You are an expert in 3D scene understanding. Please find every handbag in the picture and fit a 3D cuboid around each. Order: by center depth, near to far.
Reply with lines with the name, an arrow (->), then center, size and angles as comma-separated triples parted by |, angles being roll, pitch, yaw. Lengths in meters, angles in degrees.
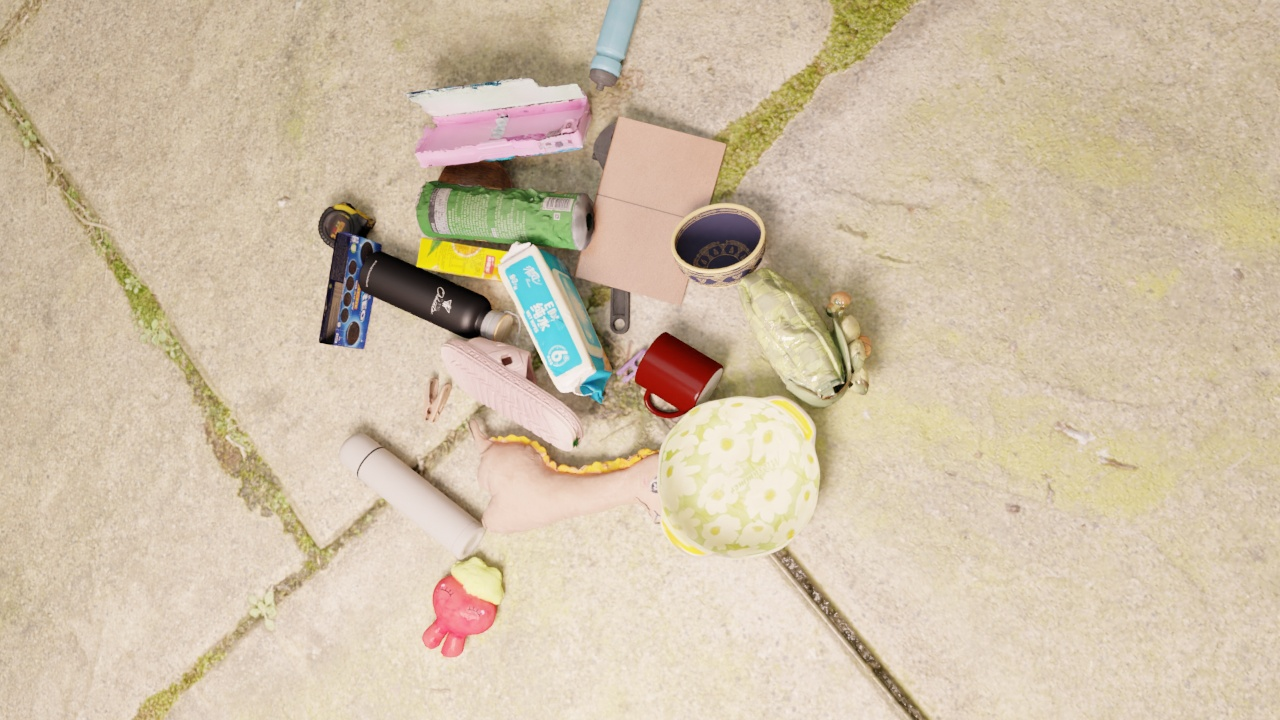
handbag -> 0.196, -0.033, 1.057 | 0.117, 0.113, 0.186 | -31, 78, 4

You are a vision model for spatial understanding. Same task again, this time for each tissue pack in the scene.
tissue pack -> -0.100, -0.044, 1.134 | 0.066, 0.117, 0.209 | -27, 81, 9

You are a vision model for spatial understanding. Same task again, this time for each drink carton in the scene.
drink carton -> -0.218, -0.127, 1.201 | 0.135, 0.058, 0.043 | 11, 91, 15

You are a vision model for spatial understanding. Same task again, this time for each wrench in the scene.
wrench -> -0.027, -0.170, 1.173 | 0.073, 0.018, 0.273 | 0, 88, 15

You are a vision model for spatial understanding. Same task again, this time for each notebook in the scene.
notebook -> 0.011, -0.188, 1.154 | 0.141, 0.008, 0.209 | 16, 91, 6

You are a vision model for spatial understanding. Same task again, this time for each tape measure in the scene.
tape measure -> -0.411, -0.183, 1.270 | 0.062, 0.038, 0.067 | 34, 99, 6

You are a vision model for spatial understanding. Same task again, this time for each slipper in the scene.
slipper -> -0.155, 0.028, 1.155 | 0.239, 0.094, 0.064 | 30, 58, 27

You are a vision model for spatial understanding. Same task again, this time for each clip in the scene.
clip -> -0.009, 0.005, 1.160 | 0.036, 0.013, 0.053 | 40, 100, 15
clip -> -0.281, 0.050, 1.226 | 0.043, 0.024, 0.061 | 29, 98, 15

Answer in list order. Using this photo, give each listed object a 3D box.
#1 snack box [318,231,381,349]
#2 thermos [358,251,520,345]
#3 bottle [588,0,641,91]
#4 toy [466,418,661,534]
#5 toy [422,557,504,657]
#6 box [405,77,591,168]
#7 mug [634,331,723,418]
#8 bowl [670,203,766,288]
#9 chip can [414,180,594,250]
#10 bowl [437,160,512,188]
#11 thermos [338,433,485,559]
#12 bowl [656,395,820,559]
snack box -> -0.389, -0.092, 1.235 | 0.027, 0.082, 0.150 | 10, 90, 14
thermos -> -0.259, -0.075, 1.208 | 0.231, 0.061, 0.061 | 24, 93, 15
bottle -> -0.034, -0.409, 1.177 | 0.040, 0.040, 0.130 | 17, 91, 16
toy -> -0.085, 0.135, 1.149 | 0.264, 0.065, 0.196 | -17, 83, 11
toy -> -0.231, 0.319, 1.185 | 0.091, 0.045, 0.135 | 33, 90, 17
box -> -0.186, -0.318, 1.174 | 0.231, 0.097, 0.085 | -3, 50, 15
mug -> 0.042, 0.030, 1.121 | 0.082, 0.073, 0.106 | 31, 123, 15
bowl -> 0.097, -0.128, 1.107 | 0.112, 0.061, 0.112 | -8, 52, 10
chip can -> -0.168, -0.183, 1.152 | 0.223, 0.075, 0.075 | 7, 89, 17
bowl -> -0.217, -0.220, 1.223 | 0.114, 0.026, 0.102 | 24, 93, 17
thermos -> -0.305, 0.175, 1.210 | 0.224, 0.052, 0.052 | 35, 96, 15
bowl -> 0.116, 0.136, 1.088 | 0.188, 0.060, 0.219 | 42, 96, 8
